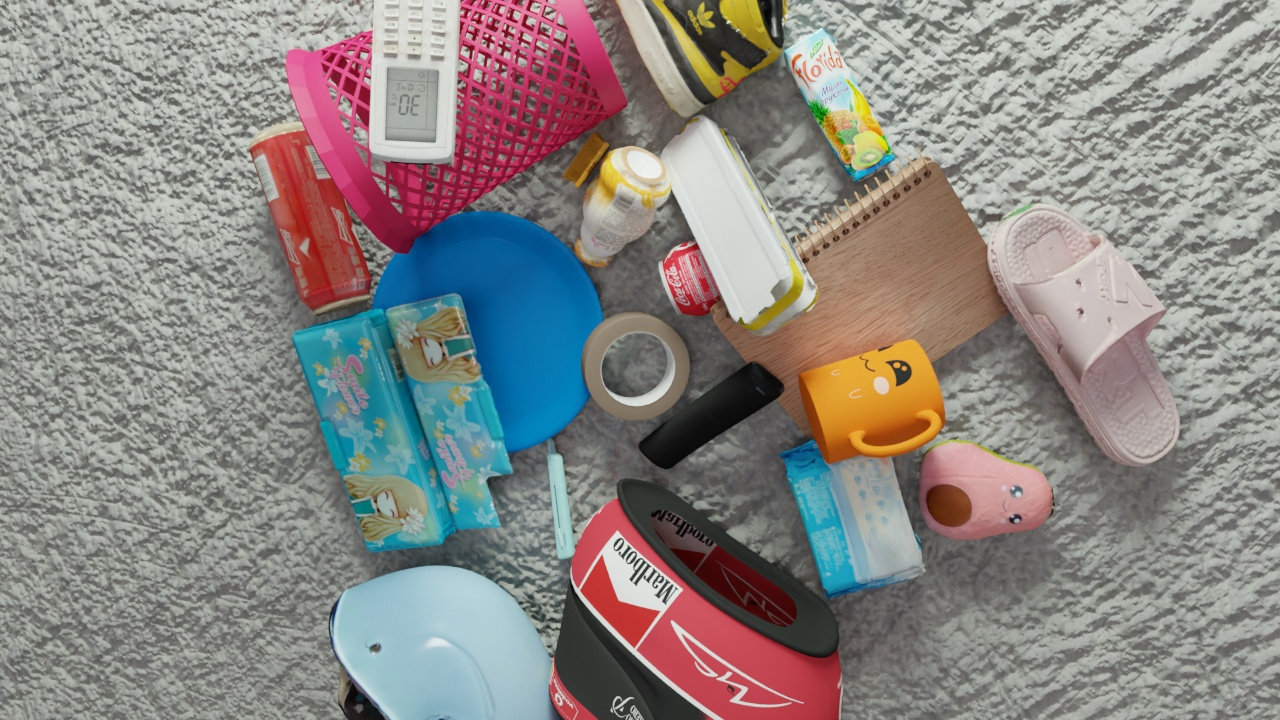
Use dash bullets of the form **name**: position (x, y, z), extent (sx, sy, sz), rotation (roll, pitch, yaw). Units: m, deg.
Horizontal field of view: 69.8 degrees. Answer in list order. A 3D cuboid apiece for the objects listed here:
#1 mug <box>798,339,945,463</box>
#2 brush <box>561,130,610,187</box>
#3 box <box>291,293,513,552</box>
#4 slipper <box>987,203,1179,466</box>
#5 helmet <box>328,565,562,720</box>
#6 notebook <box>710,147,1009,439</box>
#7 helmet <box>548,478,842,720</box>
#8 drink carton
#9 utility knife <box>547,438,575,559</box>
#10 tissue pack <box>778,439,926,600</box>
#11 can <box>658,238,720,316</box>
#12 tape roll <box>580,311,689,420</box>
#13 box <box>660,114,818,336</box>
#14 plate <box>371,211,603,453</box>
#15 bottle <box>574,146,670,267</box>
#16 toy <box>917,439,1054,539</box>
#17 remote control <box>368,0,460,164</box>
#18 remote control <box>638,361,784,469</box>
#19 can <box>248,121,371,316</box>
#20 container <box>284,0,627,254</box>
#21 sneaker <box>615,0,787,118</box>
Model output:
- **mug**: position (0.189, 0.042, 0.732), extent (0.096, 0.112, 0.078), rotation (-18, 120, 3)
- **brush**: position (-0.045, -0.166, 0.761), extent (0.017, 0.126, 0.048), rotation (36, 100, -9)
- **box**: position (-0.209, 0.062, 0.847), extent (0.182, 0.039, 0.227), rotation (-11, 102, 23)
- **slipper**: position (0.369, -0.023, 0.729), extent (0.094, 0.064, 0.239), rotation (-34, 97, -15)
- **helmet**: position (-0.156, 0.300, 0.807), extent (0.166, 0.226, 0.265), rotation (-25, 78, -12)
- **notebook**: position (0.183, -0.049, 0.760), extent (0.211, 0.022, 0.169), rotation (-35, 117, 13)
- **helmet**: position (0.034, 0.267, 0.779), extent (0.271, 0.197, 0.225), rotation (34, 102, 12)
- **drink carton**: position (0.165, -0.212, 0.764), extent (0.044, 0.038, 0.129), rotation (-29, 93, 13)
- **utility knife**: position (-0.076, 0.130, 0.870), extent (0.022, 0.015, 0.120), rotation (-1, 98, 42)
- **tissue pack**: position (0.185, 0.129, 0.800), extent (0.093, 0.061, 0.144), rotation (-18, 96, 10)
- **can**: position (0.073, -0.081, 0.786), extent (0.105, 0.064, 0.064), rotation (-21, 94, 12)
- **tape roll**: position (-0.005, 0.005, 0.815), extent (0.093, 0.030, 0.094), rotation (-2, 102, -10)
- **box**: position (0.076, -0.111, 0.741), extent (0.066, 0.044, 0.209), rotation (-40, 52, 25)
- **plate**: position (-0.141, -0.025, 0.852), extent (0.224, 0.024, 0.224), rotation (1, 99, 10)
- **bottle**: position (-0.020, -0.128, 0.786), extent (0.063, 0.062, 0.109), rotation (38, 133, 3)
- **toy**: position (0.294, 0.111, 0.783), extent (0.110, 0.051, 0.090), rotation (1, 100, 9)
- **remote control**: position (-0.163, -0.211, 0.665), extent (0.060, 0.025, 0.138), rotation (3, 92, -4)
- **remote control**: position (0.059, 0.053, 0.804), extent (0.041, 0.020, 0.152), rotation (38, 127, -18)
- **can**: position (-0.301, -0.129, 0.844), extent (0.067, 0.067, 0.170), rotation (-16, 95, 12)
- **container**: position (-0.139, -0.220, 0.758), extent (0.226, 0.183, 0.183), rotation (-25, 93, 5)
- **sneaker**: position (0.037, -0.330, 0.738), extent (0.122, 0.085, 0.238), rotation (-20, 99, 24)
